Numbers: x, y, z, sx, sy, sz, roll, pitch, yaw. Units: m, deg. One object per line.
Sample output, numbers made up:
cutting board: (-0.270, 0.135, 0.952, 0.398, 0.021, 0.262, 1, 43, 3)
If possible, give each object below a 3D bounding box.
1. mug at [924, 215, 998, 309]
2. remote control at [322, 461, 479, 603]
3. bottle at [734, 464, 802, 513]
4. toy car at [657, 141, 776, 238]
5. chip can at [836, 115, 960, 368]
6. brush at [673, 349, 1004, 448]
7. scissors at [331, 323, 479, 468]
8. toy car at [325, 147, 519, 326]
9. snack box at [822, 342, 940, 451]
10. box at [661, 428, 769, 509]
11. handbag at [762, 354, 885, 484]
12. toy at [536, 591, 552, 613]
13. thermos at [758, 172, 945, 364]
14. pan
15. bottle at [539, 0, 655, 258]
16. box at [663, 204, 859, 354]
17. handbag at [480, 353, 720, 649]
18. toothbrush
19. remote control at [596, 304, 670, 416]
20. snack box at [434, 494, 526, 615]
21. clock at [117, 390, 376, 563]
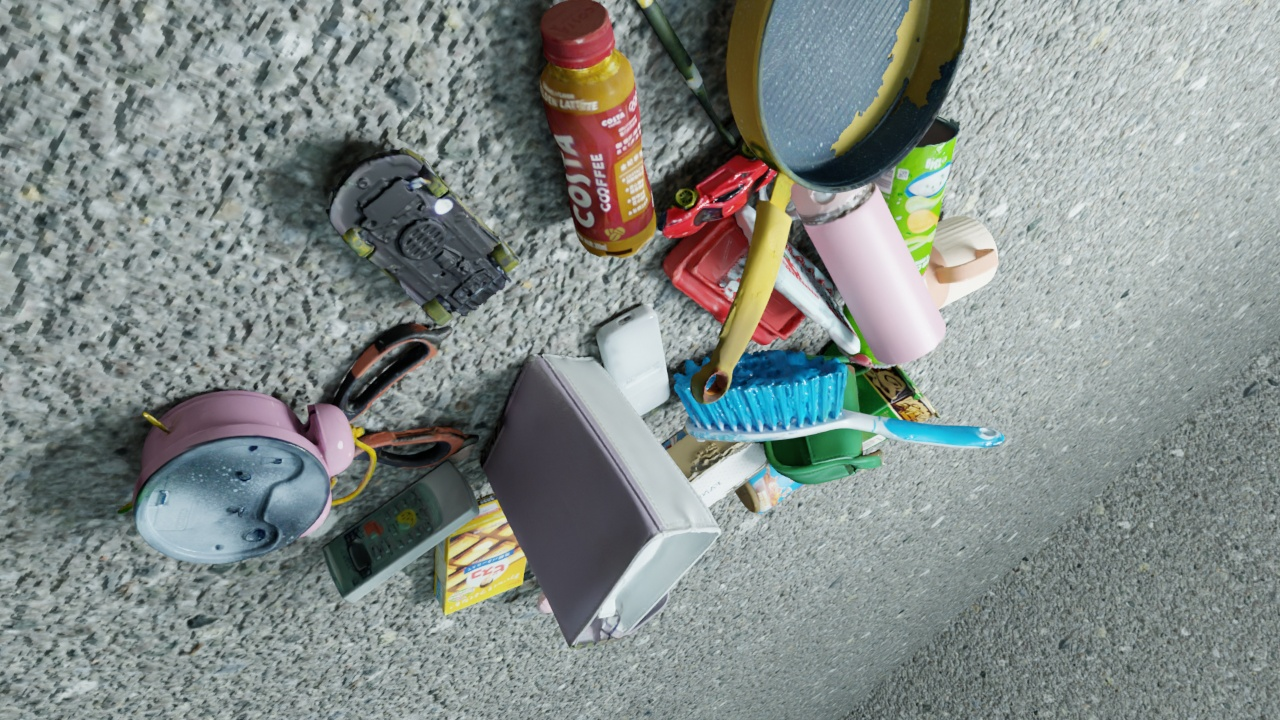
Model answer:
mug: (0.296, -0.092, 0.901, 0.105, 0.115, 0.082, -23, 101, -24)
remote control: (-0.201, 0.143, 0.772, 0.135, 0.056, 0.019, -35, 147, -2)
bottle: (0.212, 0.105, 1.104, 0.218, 0.065, 0.065, -29, 146, -14)
toy car: (0.060, -0.126, 0.695, 0.106, 0.031, 0.049, -34, 166, -1)
chip can: (0.224, -0.103, 0.817, 0.072, 0.072, 0.236, -22, 134, -22)
brush: (0.192, 0.045, 0.874, 0.314, 0.060, 0.110, -4, 124, 4)
scissors: (-0.216, 0.052, 0.680, 0.222, 0.015, 0.189, -8, 136, -33)
toy car: (-0.133, -0.077, 0.574, 0.070, 0.042, 0.158, -38, 148, 1)
snack box: (0.245, 0.040, 1.011, 0.106, 0.117, 0.118, -41, 146, 13)
box: (0.048, 0.126, 0.983, 0.184, 0.061, 0.090, -33, 146, -3)
handbag: (0.186, 0.060, 0.949, 0.120, 0.131, 0.068, -9, 162, 23)
toy: (-0.045, 0.238, 1.037, 0.159, 0.054, 0.121, 0, 125, -44)
thermos: (0.173, -0.087, 0.755, 0.087, 0.067, 0.198, -23, 117, 27)
pan: (0.112, -0.138, 0.613, 0.197, 0.078, 0.357, 25, 99, -44)
bottle: (-0.027, -0.141, 0.581, 0.057, 0.057, 0.175, -29, 146, -12)
box: (0.116, -0.051, 0.788, 0.095, 0.101, 0.201, -46, 146, 11)
handbag: (-0.043, 0.111, 0.750, 0.098, 0.197, 0.145, 9, 127, -48)
toothbrush: (0.033, -0.197, 0.611, 0.017, 0.012, 0.186, -46, 147, 3)
remote control: (-0.005, 0.005, 0.816, 0.055, 0.020, 0.136, -30, 146, -12)
snack box: (-0.154, 0.186, 0.892, 0.086, 0.033, 0.141, -16, 144, -28)
clock: (-0.256, 0.077, 0.620, 0.158, 0.059, 0.117, 8, 125, -36)
